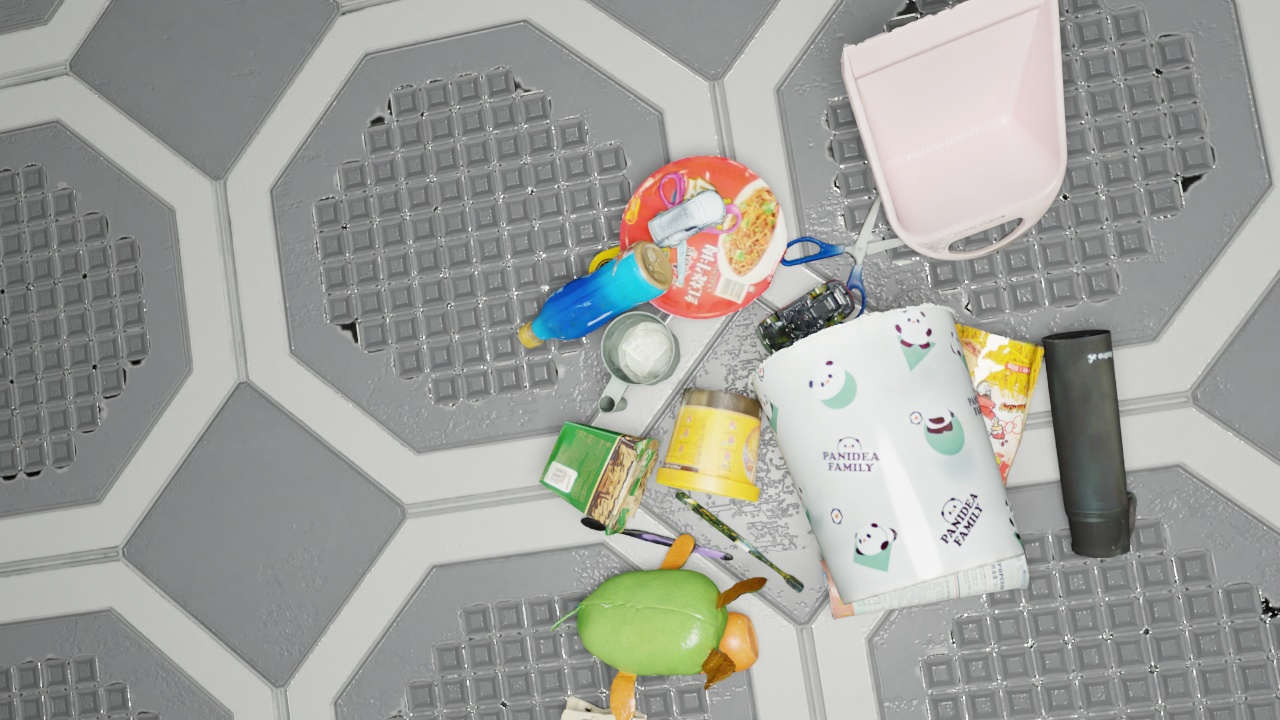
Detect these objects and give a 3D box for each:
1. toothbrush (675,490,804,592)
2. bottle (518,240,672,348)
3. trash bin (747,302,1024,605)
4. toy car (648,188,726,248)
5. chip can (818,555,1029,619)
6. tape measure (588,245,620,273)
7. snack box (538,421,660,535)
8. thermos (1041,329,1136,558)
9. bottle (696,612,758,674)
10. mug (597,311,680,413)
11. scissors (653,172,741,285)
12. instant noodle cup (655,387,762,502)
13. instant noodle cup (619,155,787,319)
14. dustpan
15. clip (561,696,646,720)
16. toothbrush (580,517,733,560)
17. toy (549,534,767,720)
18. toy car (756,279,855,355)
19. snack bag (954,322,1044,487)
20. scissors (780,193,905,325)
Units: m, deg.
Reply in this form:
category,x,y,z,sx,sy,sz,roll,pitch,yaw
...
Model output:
category,x,y,z,sx,sy,sz,roll,pitch,yaw
toothbrush,0.117,0.215,1.089,0.186,0.017,0.012,37,99,8
bottle,-0.062,-0.067,1.070,0.219,0.065,0.065,-26,83,35
trash bin,0.255,0.103,0.943,0.230,0.229,0.251,-17,72,7
toy car,0.052,-0.160,1.029,0.091,0.034,0.043,-24,81,13
chip can,0.315,0.240,1.032,0.215,0.071,0.071,-12,85,7
tape measure,-0.034,-0.106,1.121,0.057,0.029,0.060,-19,85,6
snack box,-0.051,0.128,1.070,0.106,0.117,0.118,22,87,13
thermos,0.498,0.088,1.008,0.089,0.068,0.242,-13,97,-29
bottle,0.060,0.338,1.071,0.150,0.066,0.066,-16,85,14
mug,-0.006,0.006,1.074,0.084,0.103,0.124,30,92,8
scissors,0.047,-0.156,1.055,0.133,0.017,0.133,-26,86,10
instant noodle cup,0.085,0.096,1.054,0.118,0.118,0.114,9,81,8
instant noodle cup,0.075,-0.140,1.090,0.194,0.066,0.193,-1,86,9
dustpan,0.357,-0.240,0.987,0.223,0.273,0.138,-21,59,9
clip,-0.043,0.428,1.091,0.100,0.070,0.034,12,90,2
toothbrush,0.019,0.215,1.108,0.189,0.016,0.014,13,100,6
toy,0.022,0.294,1.029,0.247,0.090,0.226,-5,44,38
toy car,0.194,-0.049,1.074,0.121,0.045,0.053,-31,87,24
snack bag,0.374,0.068,1.044,0.128,0.073,0.208,17,97,8
scissors,0.250,-0.121,1.090,0.176,0.012,0.162,-1,86,7
